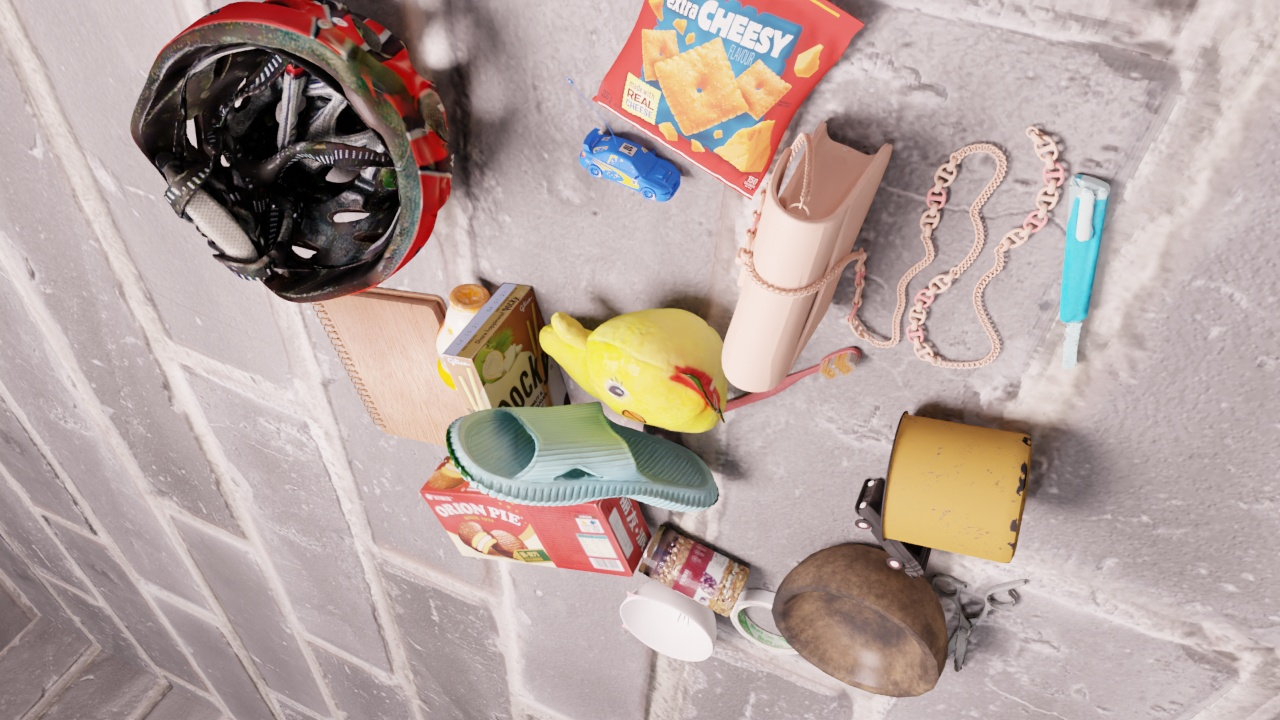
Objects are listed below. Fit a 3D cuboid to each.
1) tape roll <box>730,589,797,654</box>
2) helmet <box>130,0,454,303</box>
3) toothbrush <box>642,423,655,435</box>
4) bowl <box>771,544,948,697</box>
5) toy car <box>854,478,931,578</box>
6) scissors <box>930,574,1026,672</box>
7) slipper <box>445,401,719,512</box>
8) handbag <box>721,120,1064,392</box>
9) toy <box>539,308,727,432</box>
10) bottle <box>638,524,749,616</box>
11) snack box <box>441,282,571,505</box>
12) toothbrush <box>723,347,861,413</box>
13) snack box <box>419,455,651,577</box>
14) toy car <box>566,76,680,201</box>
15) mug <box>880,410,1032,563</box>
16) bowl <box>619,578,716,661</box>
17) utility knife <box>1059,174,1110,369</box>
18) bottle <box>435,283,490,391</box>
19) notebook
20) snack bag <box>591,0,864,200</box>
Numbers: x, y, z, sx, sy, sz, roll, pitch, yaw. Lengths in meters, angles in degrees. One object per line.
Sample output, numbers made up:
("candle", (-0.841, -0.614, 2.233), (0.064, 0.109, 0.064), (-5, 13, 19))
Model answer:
("tape roll", (0.144, 0.287, 1.006), (0.094, 0.018, 0.094), (18, 139, 17))
("helmet", (-0.246, -0.161, 0.688), (0.273, 0.166, 0.217), (-14, 122, 42))
("toothbrush", (0.008, 0.069, 0.879), (0.013, 0.013, 0.168), (21, 137, 13))
("bowl", (0.211, 0.238, 0.864), (0.162, 0.070, 0.162), (22, 141, 19))
("toy car", (0.221, 0.145, 0.792), (0.037, 0.040, 0.092), (-24, 113, 45))
("scissors", (0.316, 0.248, 0.858), (0.121, 0.014, 0.160), (-6, 124, 38))
("slipper", (-0.035, 0.075, 0.786), (0.275, 0.116, 0.070), (13, 114, -35))
("handbag", (0.153, -0.050, 0.580), (0.187, 0.116, 0.199), (23, 139, 11))
("toy", (-0.005, 0.004, 0.763), (0.208, 0.092, 0.134), (3, 150, 43))
("bottle", (0.056, 0.221, 0.966), (0.105, 0.056, 0.056), (26, 140, 8))
("snack box", (-0.114, 0.034, 0.850), (0.032, 0.100, 0.186), (9, 135, 26))
("toothbrush", (0.109, 0.025, 0.766), (0.015, 0.015, 0.185), (41, 142, -20))
("snack box", (-0.115, 0.167, 0.997), (0.237, 0.060, 0.113), (-1, 130, 30))
("toy car", (-0.013, -0.155, 0.642), (0.092, 0.033, 0.062), (25, 146, 10))
("mug", (0.242, 0.097, 0.697), (0.094, 0.100, 0.123), (9, 176, 23))
("bowl", (0.039, 0.289, 1.050), (0.115, 0.050, 0.115), (18, 138, 17))
("utility knife", (0.274, -0.049, 0.580), (0.022, 0.015, 0.149), (17, 138, 31))
("bottle", (-0.159, -0.021, 0.857), (0.063, 0.062, 0.109), (22, 137, 12))
("notebook", (-0.251, 0.011, 0.980), (0.169, 0.022, 0.211), (8, 135, 25))
("snack bag", (0.047, -0.185, 0.571), (0.131, 0.039, 0.144), (33, 139, 1))
